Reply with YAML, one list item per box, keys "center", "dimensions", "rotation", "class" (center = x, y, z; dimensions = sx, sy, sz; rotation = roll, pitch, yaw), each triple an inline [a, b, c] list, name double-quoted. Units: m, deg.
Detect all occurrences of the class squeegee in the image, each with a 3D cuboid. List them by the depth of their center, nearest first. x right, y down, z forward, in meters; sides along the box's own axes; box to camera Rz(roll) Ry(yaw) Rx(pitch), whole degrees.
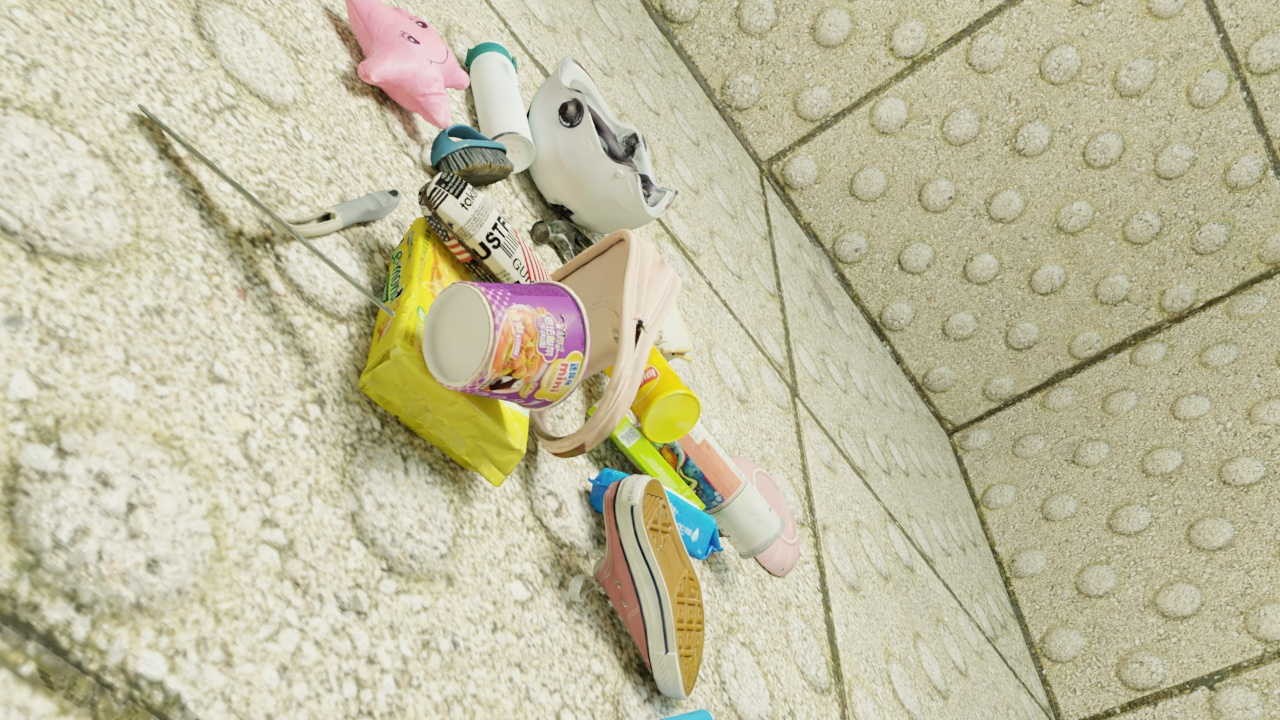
- center: [-0.273, -0.129, 0.810]
  dimensions: [0.246, 0.039, 0.246]
  rotation: [39, 16, -2]
  class: "squeegee"

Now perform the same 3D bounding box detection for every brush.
- center: [-0.205, -0.247, 1.095]
  dimensions: [0.073, 0.055, 0.143]
  rotation: [60, 21, 1]
  class: "brush"

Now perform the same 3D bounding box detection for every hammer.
- center: [-0.037, -0.045, 1.231]
  dimensions: [0.323, 0.032, 0.126]
  rotation: [61, 22, 5]
  class: "hammer"

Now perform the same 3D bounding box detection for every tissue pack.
- center: [0.019, 0.164, 0.980]
  dimensions: [0.157, 0.095, 0.052]
  rotation: [38, 72, -43]
  class: "tissue pack"

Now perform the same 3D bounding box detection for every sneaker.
- center: [-0.002, 0.218, 0.879]
  dimensions: [0.118, 0.088, 0.241]
  rotation: [-49, 128, -56]
  class: "sneaker"

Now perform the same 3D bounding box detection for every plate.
- center: [0.183, 0.221, 1.349]
  dimensions: [0.192, 0.039, 0.192]
  rotation: [47, 24, -29]
  class: "plate"

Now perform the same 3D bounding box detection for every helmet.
- center: [-0.079, -0.284, 1.301]
  dimensions: [0.258, 0.146, 0.228]
  rotation: [57, 17, 7]
  class: "helmet"

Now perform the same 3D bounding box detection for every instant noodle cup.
- center: [-0.112, -0.015, 0.735]
  dimensions: [0.099, 0.112, 0.111]
  rotation: [5, 56, -54]
  class: "instant noodle cup"

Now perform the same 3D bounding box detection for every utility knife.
- center: [0.042, 0.355, 0.880]
  dimensions: [0.165, 0.018, 0.034]
  rotation: [23, 43, -60]
  class: "utility knife"

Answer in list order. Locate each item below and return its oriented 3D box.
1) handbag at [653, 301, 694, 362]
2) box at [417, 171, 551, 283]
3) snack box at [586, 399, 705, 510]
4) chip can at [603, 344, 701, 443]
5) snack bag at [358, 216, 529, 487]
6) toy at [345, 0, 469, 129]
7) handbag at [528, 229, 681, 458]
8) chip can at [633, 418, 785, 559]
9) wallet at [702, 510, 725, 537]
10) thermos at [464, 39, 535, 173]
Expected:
- center: [0.014, -0.074, 1.277]
  dimensions: [0.163, 0.063, 0.178]
  rotation: [67, 8, 14]
  class: "handbag"
- center: [-0.139, -0.111, 0.867]
  dimensions: [0.164, 0.064, 0.074]
  rotation: [45, 6, -27]
  class: "box"
- center: [0.006, 0.114, 1.058]
  dimensions: [0.156, 0.026, 0.086]
  rotation: [50, -10, -21]
  class: "snack box"
- center: [-0.006, 0.006, 1.082]
  dimensions: [0.072, 0.072, 0.213]
  rotation: [39, 10, -42]
  class: "chip can"
- center: [-0.172, -0.017, 0.837]
  dimensions: [0.158, 0.068, 0.246]
  rotation: [44, 25, -32]
  class: "snack bag"
- center: [-0.276, -0.351, 1.053]
  dimensions: [0.178, 0.075, 0.194]
  rotation: [44, 28, -25]
  class: "toy"
- center: [-0.054, -0.005, 0.941]
  dimensions: [0.093, 0.194, 0.233]
  rotation: [37, 38, -31]
  class: "handbag"
- center: [0.083, 0.139, 1.119]
  dimensions: [0.214, 0.071, 0.071]
  rotation: [50, 22, -8]
  class: "chip can"
- center: [0.071, 0.165, 1.178]
  dimensions: [0.119, 0.035, 0.130]
  rotation: [17, 45, -57]
  class: "wallet"
- center: [-0.191, -0.353, 1.252]
  dimensions: [0.073, 0.073, 0.224]
  rotation: [34, 31, -47]
  class: "thermos"
